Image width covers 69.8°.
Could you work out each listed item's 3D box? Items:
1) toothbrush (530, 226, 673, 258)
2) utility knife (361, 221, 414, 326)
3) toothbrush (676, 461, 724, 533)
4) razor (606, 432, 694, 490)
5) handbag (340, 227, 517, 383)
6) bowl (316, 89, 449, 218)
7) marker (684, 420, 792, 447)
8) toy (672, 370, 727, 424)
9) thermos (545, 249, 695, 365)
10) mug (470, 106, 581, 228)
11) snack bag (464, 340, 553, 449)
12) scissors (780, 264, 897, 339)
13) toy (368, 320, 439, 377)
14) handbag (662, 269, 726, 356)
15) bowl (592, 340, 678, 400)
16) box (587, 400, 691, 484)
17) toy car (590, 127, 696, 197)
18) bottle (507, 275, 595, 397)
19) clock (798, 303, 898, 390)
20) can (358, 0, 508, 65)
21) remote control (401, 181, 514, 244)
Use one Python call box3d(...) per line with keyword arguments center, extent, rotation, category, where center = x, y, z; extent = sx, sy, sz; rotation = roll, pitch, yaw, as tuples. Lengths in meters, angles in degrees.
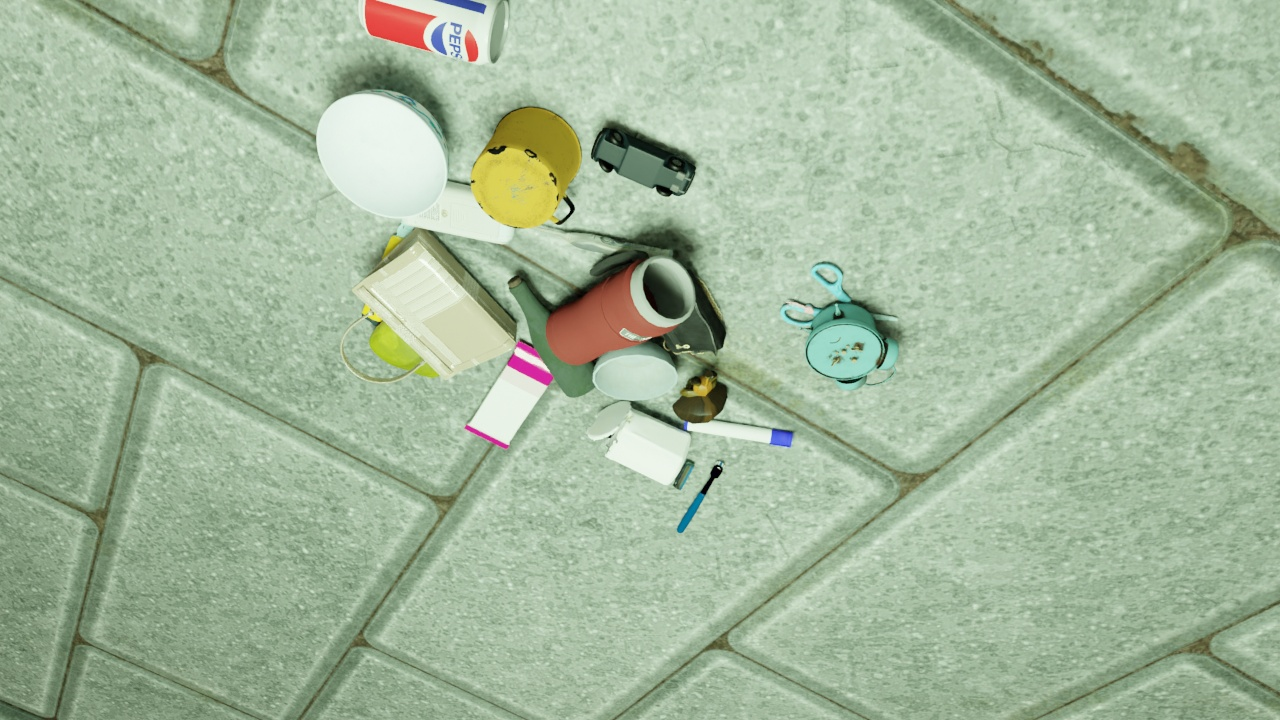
box3d(center=(-0.054, -0.137, 1.067), extent=(0.185, 0.022, 0.024), rotation=(14, 128, 4), category="toothbrush")
box3d(center=(-0.305, -0.125, 1.139), extent=(0.030, 0.019, 0.224), rotation=(24, 130, -13), category="utility knife")
box3d(center=(0.084, 0.199, 1.314), extent=(0.014, 0.014, 0.168), rotation=(29, 134, 4), category="toothbrush")
box3d(center=(0.004, 0.128, 1.274), extent=(0.144, 0.022, 0.043), rotation=(30, 88, -6), category="razor")
box3d(center=(-0.285, -0.039, 1.139), extent=(0.198, 0.062, 0.175), rotation=(-34, 118, 15), category="handbag")
box3d(center=(-0.268, -0.237, 1.001), extent=(0.144, 0.074, 0.144), rotation=(7, 130, 8), category="bowl")
box3d(center=(0.129, 0.094, 1.214), extent=(0.141, 0.020, 0.020), rotation=(9, 130, 7), category="marker")
box3d(center=(0.077, 0.041, 1.157), extent=(0.076, 0.062, 0.100), rotation=(-19, 148, -16), category="toy")
box3d(center=(-0.028, -0.065, 1.053), extent=(0.083, 0.108, 0.199), rotation=(5, 164, -35), category="thermos")
box3d(center=(-0.115, -0.195, 0.984), extent=(0.101, 0.093, 0.124), rotation=(-25, 119, 30), category="mug")
box3d(center=(-0.175, 0.051, 1.254), extent=(0.070, 0.016, 0.197), rotation=(28, 129, -11), category="snack bag")
box3d(center=(0.236, -0.070, 1.061), extent=(0.141, 0.015, 0.111), rotation=(4, 131, 2), category="scissors")
box3d(center=(-0.298, -0.015, 1.207), extent=(0.110, 0.051, 0.090), rotation=(39, 124, -20), category="toy")
box3d(center=(0.047, -0.053, 1.091), extent=(0.079, 0.054, 0.128), rotation=(-13, 127, 28), category="handbag")
box3d(center=(-0.007, 0.007, 1.151), extent=(0.106, 0.039, 0.106), rotation=(0, 147, 0), category="bowl")
box3d(center=(-0.003, 0.103, 1.217), extent=(0.143, 0.080, 0.090), rotation=(24, 146, -5), category="box")
box3d(center=(0.003, -0.212, 0.981), extent=(0.112, 0.034, 0.046), rotation=(22, 131, -6), category="toy car")
box3d(center=(-0.113, -0.033, 1.146), extent=(0.055, 0.055, 0.174), rotation=(-17, 122, 25), category="bottle")
box3d(center=(0.246, -0.013, 1.065), extent=(0.124, 0.053, 0.090), rotation=(37, 130, -24), category="clock")
box3d(center=(-0.202, -0.340, 0.902), extent=(0.132, 0.070, 0.070), rotation=(15, 131, 1), category="can")
box3d(center=(-0.213, -0.175, 1.067), extent=(0.138, 0.025, 0.060), rotation=(12, 127, 2), category="remote control")
